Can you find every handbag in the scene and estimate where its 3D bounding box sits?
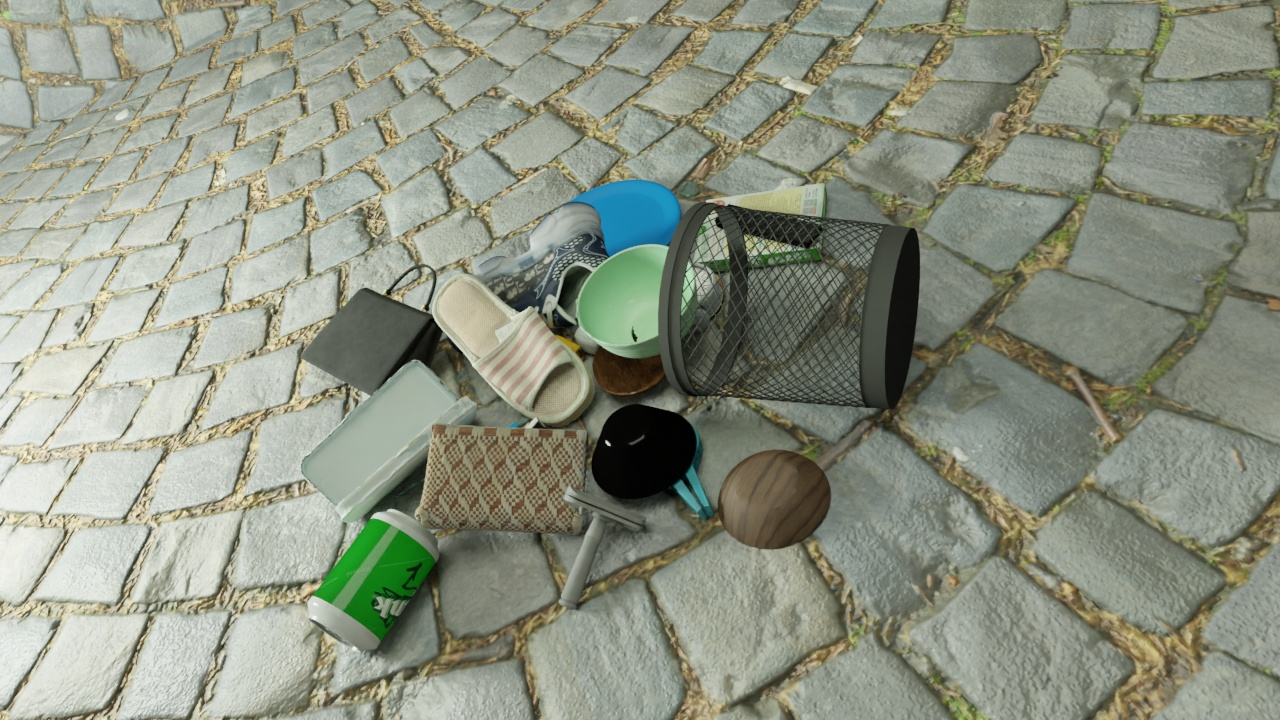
[{"bbox_3d":[-0.346,-0.049,1.268,0.176,0.072,0.195,21,78,37],"label":"handbag"},{"bbox_3d":[-0.152,0.133,1.030,0.186,0.047,0.124,3,57,-2],"label":"handbag"}]

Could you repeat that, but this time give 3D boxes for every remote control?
[{"bbox_3d":[0.165,-0.175,1.195,0.150,0.013,0.034,21,62,38],"label":"remote control"},{"bbox_3d":[-0.036,-0.054,1.203,0.060,0.028,0.114,23,59,37],"label":"remote control"}]

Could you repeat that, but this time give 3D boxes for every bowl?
[{"bbox_3d":[0.005,-0.060,1.110,0.151,0.077,0.150,-13,52,17],"label":"bowl"},{"bbox_3d":[0.134,0.134,0.948,0.119,0.032,0.119,-13,45,13],"label":"bowl"},{"bbox_3d":[-0.007,0.007,1.135,0.102,0.026,0.114,-23,43,2],"label":"bowl"},{"bbox_3d":[-0.005,0.086,1.008,0.124,0.052,0.123,-14,44,14],"label":"bowl"}]

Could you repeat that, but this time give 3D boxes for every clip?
[{"bbox_3d":[0.049,0.114,1.013,0.122,0.033,0.120,14,53,34],"label":"clip"}]

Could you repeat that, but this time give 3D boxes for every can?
[{"bbox_3d":[-0.290,0.239,1.002,0.088,0.088,0.139,13,56,33],"label":"can"}]

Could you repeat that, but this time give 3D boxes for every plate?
[{"bbox_3d":[-0.046,-0.180,1.327,0.225,0.024,0.223,-13,46,14],"label":"plate"}]

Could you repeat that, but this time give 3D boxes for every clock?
[{"bbox_3d":[0.055,-0.076,1.178,0.095,0.035,0.122,-4,47,21],"label":"clock"}]

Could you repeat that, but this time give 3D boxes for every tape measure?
[{"bbox_3d":[-0.115,-0.005,1.193,0.068,0.030,0.058,27,62,40],"label":"tape measure"}]

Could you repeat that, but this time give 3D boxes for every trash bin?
[{"bbox_3d":[0.167,-0.055,0.987,0.228,0.218,0.217,7,53,24],"label":"trash bin"}]

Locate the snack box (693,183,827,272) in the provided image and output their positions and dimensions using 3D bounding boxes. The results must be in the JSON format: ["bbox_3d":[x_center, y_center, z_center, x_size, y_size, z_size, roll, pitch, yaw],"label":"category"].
[{"bbox_3d":[0.162,-0.177,1.230,0.168,0.027,0.131,-4,48,21],"label":"snack box"}]

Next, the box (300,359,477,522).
[{"bbox_3d":[-0.309,0.097,1.118,0.129,0.105,0.210,42,73,0],"label":"box"}]

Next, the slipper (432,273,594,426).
[{"bbox_3d":[-0.167,-0.021,1.149,0.263,0.052,0.115,40,94,22],"label":"slipper"}]

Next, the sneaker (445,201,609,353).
[{"bbox_3d":[-0.138,-0.082,1.224,0.269,0.103,0.132,-39,62,6],"label":"sneaker"}]

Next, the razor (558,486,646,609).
[{"bbox_3d":[-0.055,0.201,0.956,0.088,0.047,0.116,23,75,-7],"label":"razor"}]

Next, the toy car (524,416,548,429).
[{"bbox_3d":[-0.151,0.120,1.090,0.112,0.039,0.039,-50,28,-22],"label":"toy car"}]

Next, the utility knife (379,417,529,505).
[{"bbox_3d":[-0.231,0.126,1.124,0.220,0.031,0.015,-32,86,-2],"label":"utility knife"}]
